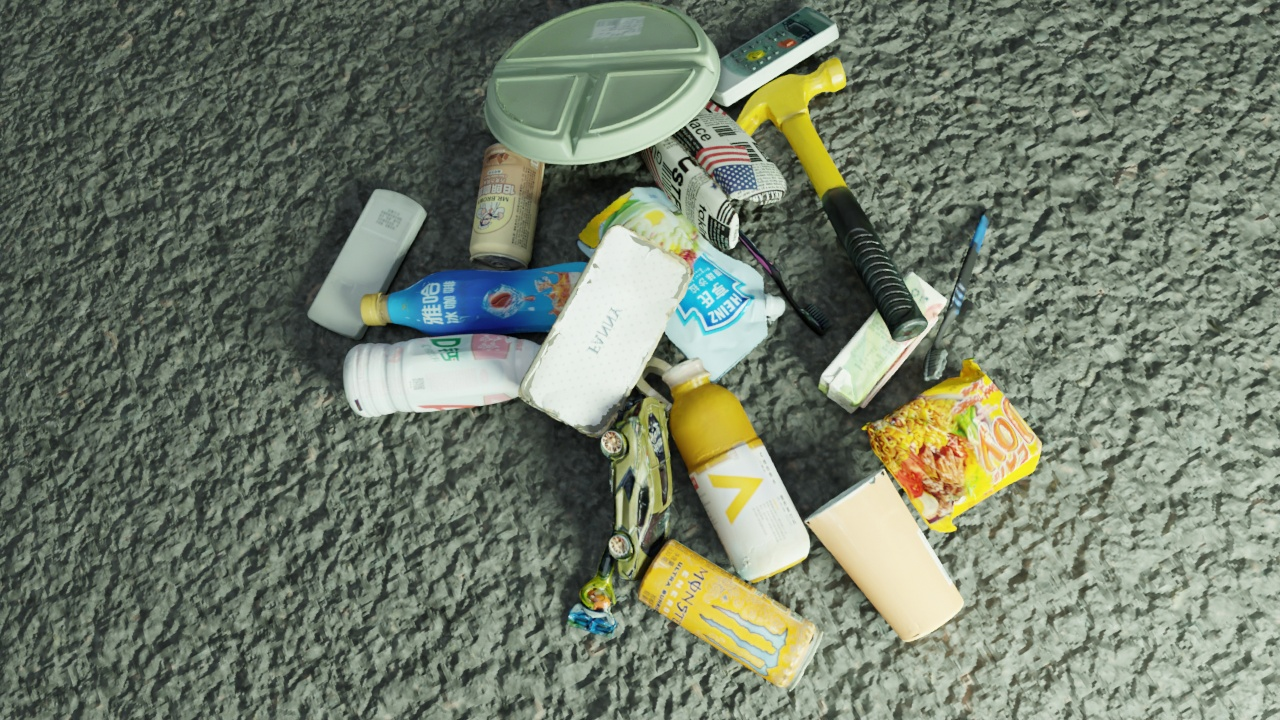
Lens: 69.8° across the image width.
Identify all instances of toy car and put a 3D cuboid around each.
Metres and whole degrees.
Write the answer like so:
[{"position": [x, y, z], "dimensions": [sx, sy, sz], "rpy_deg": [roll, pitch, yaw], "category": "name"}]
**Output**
[{"position": [0.001, 0.107, 0.760], "dimensions": [0.042, 0.070, 0.158], "rpy_deg": [4, 103, 25], "category": "toy car"}]

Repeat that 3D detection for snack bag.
[{"position": [0.038, -0.076, 0.839], "dimensions": [0.110, 0.039, 0.191], "rpy_deg": [-37, 71, -27], "category": "snack bag"}]

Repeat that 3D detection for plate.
[{"position": [-0.040, -0.271, 0.868], "dimensions": [0.230, 0.027, 0.229], "rpy_deg": [-6, 52, 8], "category": "plate"}]

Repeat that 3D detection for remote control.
[{"position": [0.122, -0.296, 0.890], "dimensions": [0.135, 0.019, 0.056], "rpy_deg": [-32, 46, -3], "category": "remote control"}, {"position": [-0.264, -0.095, 0.893], "dimensions": [0.058, 0.021, 0.150], "rpy_deg": [23, 79, 12], "category": "remote control"}]

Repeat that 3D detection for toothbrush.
[{"position": [0.282, -0.061, 0.805], "dimensions": [0.014, 0.016, 0.189], "rpy_deg": [37, 66, -23], "category": "toothbrush"}, {"position": [0.113, -0.097, 0.853], "dimensions": [0.017, 0.014, 0.189], "rpy_deg": [-33, 73, -13], "category": "toothbrush"}]

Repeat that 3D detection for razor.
[{"position": [-0.024, 0.165, 0.794], "dimensions": [0.043, 0.022, 0.142], "rpy_deg": [16, 77, 9], "category": "razor"}]

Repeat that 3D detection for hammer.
[{"position": [0.173, -0.144, 0.817], "dimensions": [0.129, 0.033, 0.300], "rpy_deg": [-24, 60, 6], "category": "hammer"}]

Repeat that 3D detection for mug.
[{"position": [0.201, 0.159, 0.744], "dimensions": [0.078, 0.078, 0.122], "rpy_deg": [-34, 79, -3], "category": "mug"}]

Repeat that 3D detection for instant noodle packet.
[{"position": [0.264, 0.068, 0.761], "dimensions": [0.128, 0.044, 0.110], "rpy_deg": [-28, 76, -22], "category": "instant noodle packet"}]

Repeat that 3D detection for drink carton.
[{"position": [0.210, -0.013, 0.797], "dimensions": [0.045, 0.053, 0.122], "rpy_deg": [40, 83, 14], "category": "drink carton"}]

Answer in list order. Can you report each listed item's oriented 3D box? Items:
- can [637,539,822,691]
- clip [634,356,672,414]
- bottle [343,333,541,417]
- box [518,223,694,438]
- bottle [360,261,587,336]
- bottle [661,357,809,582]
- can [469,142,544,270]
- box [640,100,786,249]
[{"position": [0.072, 0.207, 0.751], "dimensions": [0.146, 0.058, 0.058], "rpy_deg": [29, 80, 13], "category": "can"}, {"position": [-0.004, 0.006, 0.826], "dimensions": [0.100, 0.072, 0.034], "rpy_deg": [36, 82, 9], "category": "clip"}, {"position": [-0.163, 0.011, 0.828], "dimensions": [0.197, 0.068, 0.068], "rpy_deg": [-5, 74, 5], "category": "bottle"}, {"position": [-0.026, -0.030, 0.773], "dimensions": [0.090, 0.062, 0.184], "rpy_deg": [31, 87, -3], "category": "box"}, {"position": [-0.148, -0.053, 0.846], "dimensions": [0.219, 0.065, 0.065], "rpy_deg": [-2, 75, 7], "category": "bottle"}, {"position": [0.074, 0.088, 0.769], "dimensions": [0.068, 0.068, 0.189], "rpy_deg": [-26, 80, -1], "category": "bottle"}, {"position": [-0.126, -0.144, 0.870], "dimensions": [0.058, 0.058, 0.116], "rpy_deg": [4, 75, 8], "category": "can"}, {"position": [0.064, -0.180, 0.841], "dimensions": [0.086, 0.076, 0.162], "rpy_deg": [-28, 57, -10], "category": "box"}]
